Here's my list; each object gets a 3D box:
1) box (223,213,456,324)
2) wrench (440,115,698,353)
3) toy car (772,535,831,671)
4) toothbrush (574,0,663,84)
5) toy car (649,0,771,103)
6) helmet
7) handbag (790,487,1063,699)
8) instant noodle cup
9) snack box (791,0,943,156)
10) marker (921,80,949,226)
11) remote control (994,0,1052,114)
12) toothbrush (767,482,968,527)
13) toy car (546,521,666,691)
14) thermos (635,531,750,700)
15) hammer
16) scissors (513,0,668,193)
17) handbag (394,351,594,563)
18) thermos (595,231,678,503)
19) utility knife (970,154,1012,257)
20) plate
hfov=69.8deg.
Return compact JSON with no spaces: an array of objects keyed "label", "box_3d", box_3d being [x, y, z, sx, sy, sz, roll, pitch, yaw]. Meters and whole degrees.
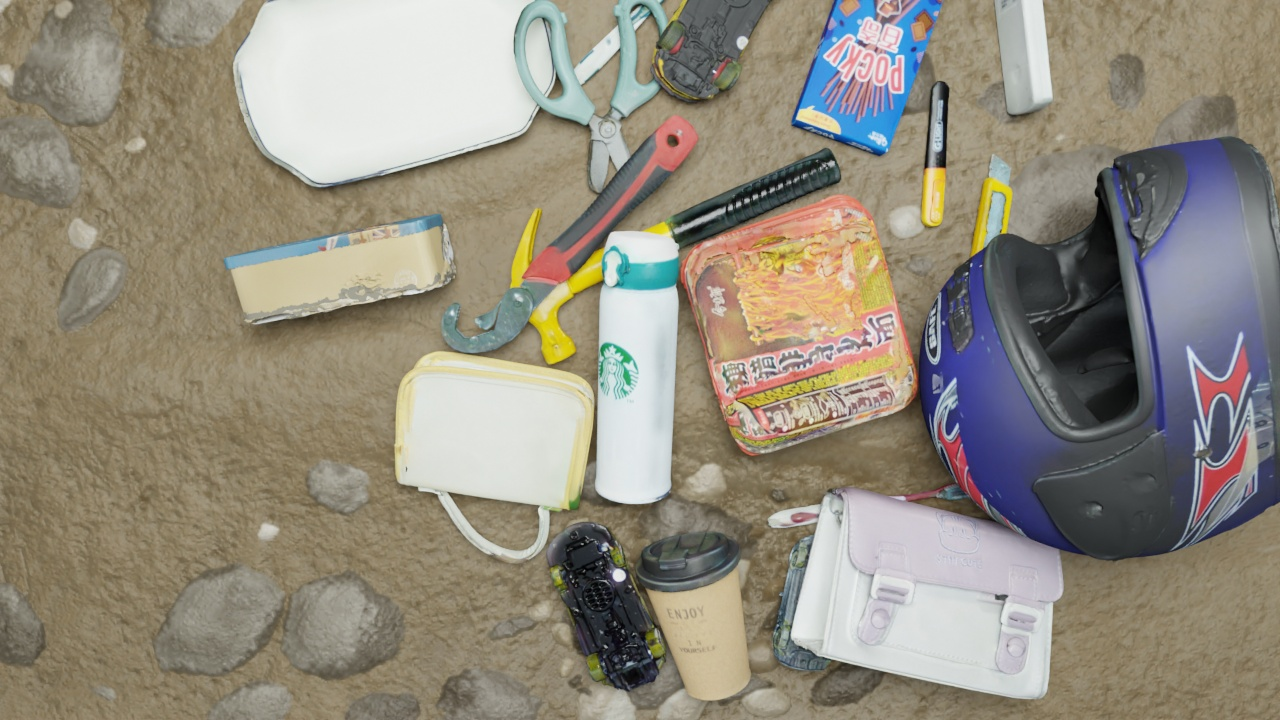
[{"label":"box","box_3d":[-0.252,-0.076,0.766,0.184,0.089,0.062,-9,102,0]},{"label":"wrench","box_3d":[-0.057,-0.100,0.767,0.273,0.016,0.056,-42,96,5]},{"label":"toy car","box_3d":[0.153,0.218,0.826,0.054,0.037,0.120,13,86,-6]},{"label":"toothbrush","box_3d":[0.008,-0.302,0.779,0.192,0.018,0.016,-44,100,7]},{"label":"toy car","box_3d":[0.067,-0.289,0.762,0.071,0.041,0.156,29,88,-18]},{"label":"helmet","box_3d":[0.330,0.004,0.683,0.241,0.246,0.315,-11,130,25]},{"label":"handbag","box_3d":[0.245,0.195,0.779,0.197,0.098,0.144,13,77,-8]},{"label":"instant noodle cup","box_3d":[0.130,-0.031,0.776,0.164,0.079,0.189,-17,97,1]},{"label":"snack box","box_3d":[0.194,-0.263,0.776,0.084,0.026,0.157,19,96,-3]},{"label":"marker","box_3d":[0.256,-0.178,0.792,0.018,0.015,0.124,2,95,-5]},{"label":"remote control","box_3d":[0.316,-0.274,0.761,0.019,0.056,0.135,-9,96,0]},{"label":"toothbrush","box_3d":[0.208,0.131,0.825,0.187,0.017,0.016,-9,95,0]},{"label":"toy car","box_3d":[-0.030,0.219,0.821,0.070,0.042,0.158,-22,90,2]},{"label":"thermos","box_3d":[0.052,0.219,0.802,0.093,0.093,0.143,-13,103,1]},{"label":"hammer","box_3d":[0.028,-0.110,0.791,0.301,0.033,0.129,-23,97,3]},{"label":"scissors","box_3d":[-0.048,-0.225,0.763,0.169,0.019,0.177,6,105,-23]},{"label":"handbag","box_3d":[-0.129,0.088,0.803,0.163,0.063,0.179,9,105,-2]},{"label":"thermos","box_3d":[-0.005,0.004,0.762,0.073,0.073,0.224,2,108,0]},{"label":"utility knife","box_3d":[0.300,-0.092,0.801,0.033,0.015,0.173,7,96,-4]},{"label":"plate","box_3d":[-0.204,-0.243,0.774,0.266,0.034,0.162,-15,97,1]}]
